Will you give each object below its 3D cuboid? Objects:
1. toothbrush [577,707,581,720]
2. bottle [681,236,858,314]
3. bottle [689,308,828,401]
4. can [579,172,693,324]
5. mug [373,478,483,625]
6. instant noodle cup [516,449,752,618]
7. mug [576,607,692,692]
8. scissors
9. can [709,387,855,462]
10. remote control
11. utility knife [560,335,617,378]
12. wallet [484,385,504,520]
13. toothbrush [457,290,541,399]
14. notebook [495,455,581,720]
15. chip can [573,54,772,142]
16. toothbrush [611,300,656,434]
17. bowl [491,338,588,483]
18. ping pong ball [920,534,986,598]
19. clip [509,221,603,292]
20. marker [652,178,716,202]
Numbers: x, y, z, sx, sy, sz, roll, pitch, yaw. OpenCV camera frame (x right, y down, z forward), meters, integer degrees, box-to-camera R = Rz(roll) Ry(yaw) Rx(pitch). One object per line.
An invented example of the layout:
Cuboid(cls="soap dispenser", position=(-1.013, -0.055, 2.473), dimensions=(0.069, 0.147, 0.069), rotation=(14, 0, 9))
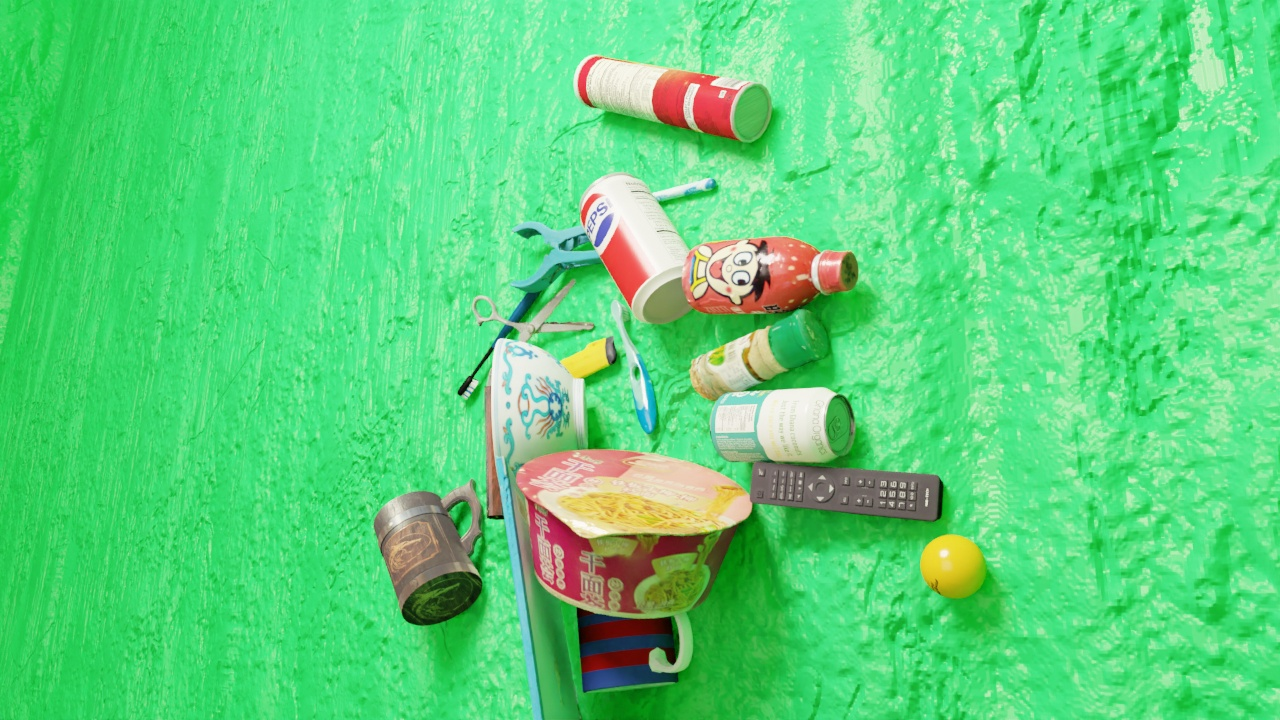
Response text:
Cuboid(cls="toothbrush", position=(-0.059, 0.304, 0.782), dimensions=(0.016, 0.016, 0.166), rotation=(-39, 54, 23))
Cuboid(cls="bottle", position=(0.103, -0.067, 0.719), dimensions=(0.138, 0.062, 0.062), rotation=(1, 78, 42))
Cuboid(cls="bottle", position=(0.092, -0.003, 0.724), dimensions=(0.111, 0.043, 0.043), rotation=(-25, 62, 35))
Cuboid(cls="can", position=(0.000, -0.100, 0.809), dimensions=(0.070, 0.070, 0.132), rotation=(-44, 56, 23))
Cuboid(cls="mug", position=(-0.198, 0.184, 0.909), dimensions=(0.115, 0.080, 0.107), rotation=(-33, 52, -4))
Cuboid(cls="instant noodle cup", position=(-0.009, 0.131, 0.698), dimensions=(0.179, 0.178, 0.078), rotation=(19, 106, 43))
Cuboid(cls="mug", position=(0.000, 0.212, 0.712), dimensions=(0.112, 0.074, 0.076), rotation=(-30, 58, 46))
Cuboid(cls="scissors", position=(-0.114, -0.018, 0.918), dimensions=(0.142, 0.014, 0.162), rotation=(21, 110, 23))
Cuboid(cls="can", position=(0.104, 0.049, 0.687), dimensions=(0.102, 0.055, 0.055), rotation=(-5, 74, 40))
Cuboid(cls="remote control", position=(0.143, 0.092, 0.651), dimensions=(0.137, 0.015, 0.032), rotation=(1, 78, 31))
Cuboid(cls="utility knife", position=(-0.082, 0.015, 0.888), dimensions=(0.165, 0.017, 0.030), rotation=(-23, 58, 34))
Cuboid(cls="wallet", position=(-0.134, 0.088, 0.873), dimensions=(0.019, 0.072, 0.123), rotation=(-3, 79, 1))
Cuboid(cls="toothbrush", position=(-0.141, -0.027, 0.952), dimensions=(0.168, 0.014, 0.014), rotation=(-52, 16, 13))
Cuboid(cls="notebook", position=(-0.072, 0.221, 0.715), dimensions=(0.009, 0.181, 0.253), rotation=(-14, 57, -1))
Cuboid(cls="chip can", position=(0.025, -0.244, 0.848), dimensions=(0.215, 0.051, 0.052), rotation=(26, 95, 42))
Cuboid(cls="toothbrush", position=(-0.005, 0.005, 0.826), dimensions=(0.022, 0.017, 0.135), rotation=(-31, 61, 31))
Cuboid(cls="bowl", position=(-0.086, 0.050, 0.827), dimensions=(0.074, 0.144, 0.143), rotation=(-3, 71, -1))
Cuboid(cls="ping pong ball", position=(0.200, 0.132, 0.588), dimensions=(0.040, 0.040, 0.040), rotation=(-14, 69, 38))
Cuboid(cls="clip", position=(-0.083, -0.125, 0.912), dimensions=(0.130, 0.031, 0.121), rotation=(-30, 61, 23))
Cuboid(cls="marker", position=(0.012, -0.152, 0.859), dimensions=(0.142, 0.013, 0.013), rotation=(-6, 74, 40))
